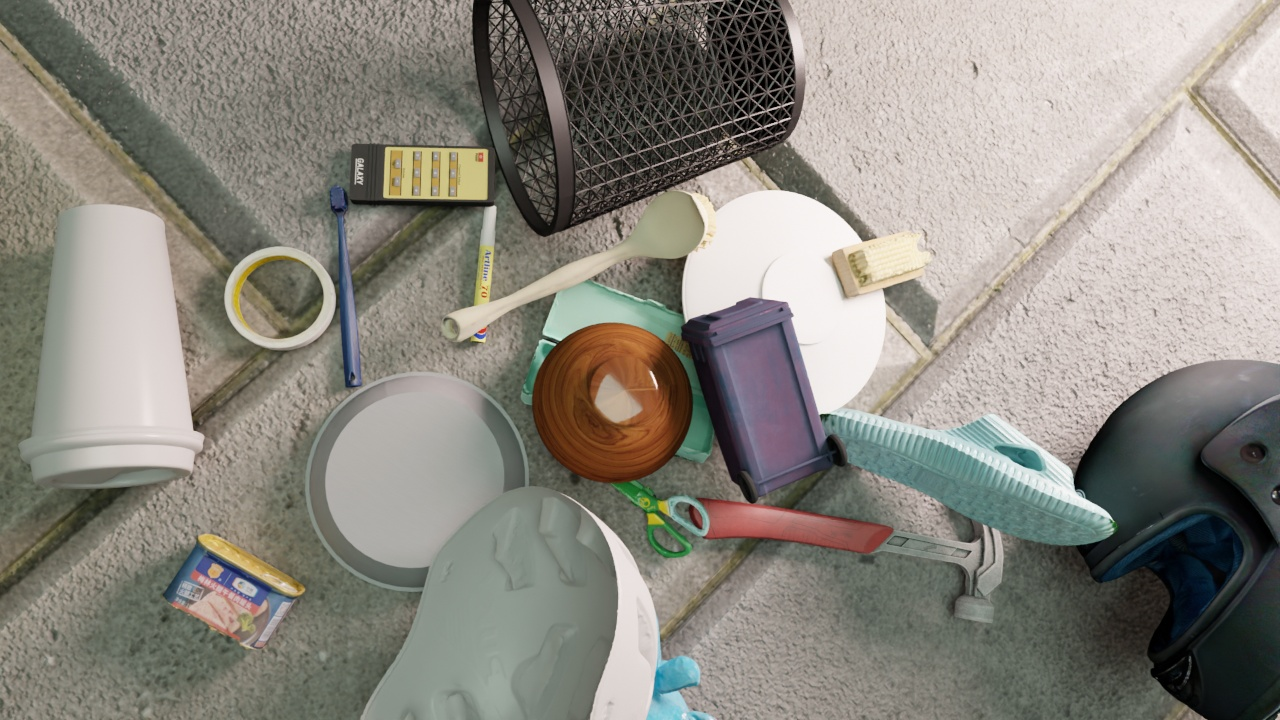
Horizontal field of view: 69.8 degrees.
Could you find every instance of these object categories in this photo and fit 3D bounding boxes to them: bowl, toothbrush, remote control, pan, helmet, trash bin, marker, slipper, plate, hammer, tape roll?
[{"bbox_3d":[-0.019,0.032,0.806,0.147,0.069,0.147,2,79,-10],"label":"bowl"},{"bbox_3d":[-0.274,-0.070,0.850,0.016,0.017,0.190,-5,85,-9],"label":"toothbrush"},{"bbox_3d":[-0.205,-0.175,0.867,0.133,0.013,0.058,-1,78,-5],"label":"remote control"},{"bbox_3d":[-0.175,0.181,0.829,0.200,0.051,0.356,-20,85,-11],"label":"pan"},{"bbox_3d":[-0.094,0.239,0.720,0.183,0.224,0.282,6,98,-50],"label":"helmet"},{"bbox_3d":[0.001,-0.247,0.826,0.243,0.217,0.217,-18,87,-18],"label":"trash bin"},{"bbox_3d":[-0.149,-0.083,0.873,0.014,0.014,0.132,5,83,-9],"label":"marker"},{"bbox_3d":[0.104,0.029,0.811,0.093,0.092,0.161,-20,101,-12],"label":"trash bin"},{"bbox_3d":[0.298,0.095,0.855,0.276,0.116,0.069,22,65,17],"label":"slipper"},{"bbox_3d":[0.526,0.144,0.849,0.236,0.249,0.316,37,80,25],"label":"helmet"},{"bbox_3d":[0.150,-0.058,0.887,0.229,0.030,0.229,3,81,-22],"label":"plate"},{"bbox_3d":[0.202,0.169,0.897,0.315,0.036,0.126,11,80,-7],"label":"hammer"},{"bbox_3d":[-0.328,-0.056,0.838,0.094,0.019,0.094,1,84,-9],"label":"tape roll"}]

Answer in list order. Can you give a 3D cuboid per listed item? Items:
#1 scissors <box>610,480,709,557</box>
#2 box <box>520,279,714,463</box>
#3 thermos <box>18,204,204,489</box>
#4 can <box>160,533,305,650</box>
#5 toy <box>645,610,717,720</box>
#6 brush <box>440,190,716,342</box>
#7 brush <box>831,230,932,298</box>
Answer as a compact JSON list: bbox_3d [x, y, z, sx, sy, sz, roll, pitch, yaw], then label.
[{"bbox_3d":[0.009,0.128,0.865,0.130,0.014,0.071,45,110,3],"label":"scissors"},{"bbox_3d":[-0.007,0.008,0.871,0.187,0.057,0.137,21,70,-6],"label":"box"},{"bbox_3d":[-0.441,-0.011,0.769,0.131,0.132,0.221,-6,77,-10],"label":"thermos"},{"bbox_3d":[-0.350,0.200,0.790,0.100,0.054,0.059,31,81,-5],"label":"can"},{"bbox_3d":[-0.004,0.300,0.815,0.184,0.114,0.180,-7,81,28],"label":"toy"},{"bbox_3d":[-0.055,-0.082,0.835,0.272,0.077,0.062,-25,77,-2],"label":"brush"},{"bbox_3d":[0.243,-0.098,0.912,0.116,0.039,0.049,-17,87,-34],"label":"brush"}]
